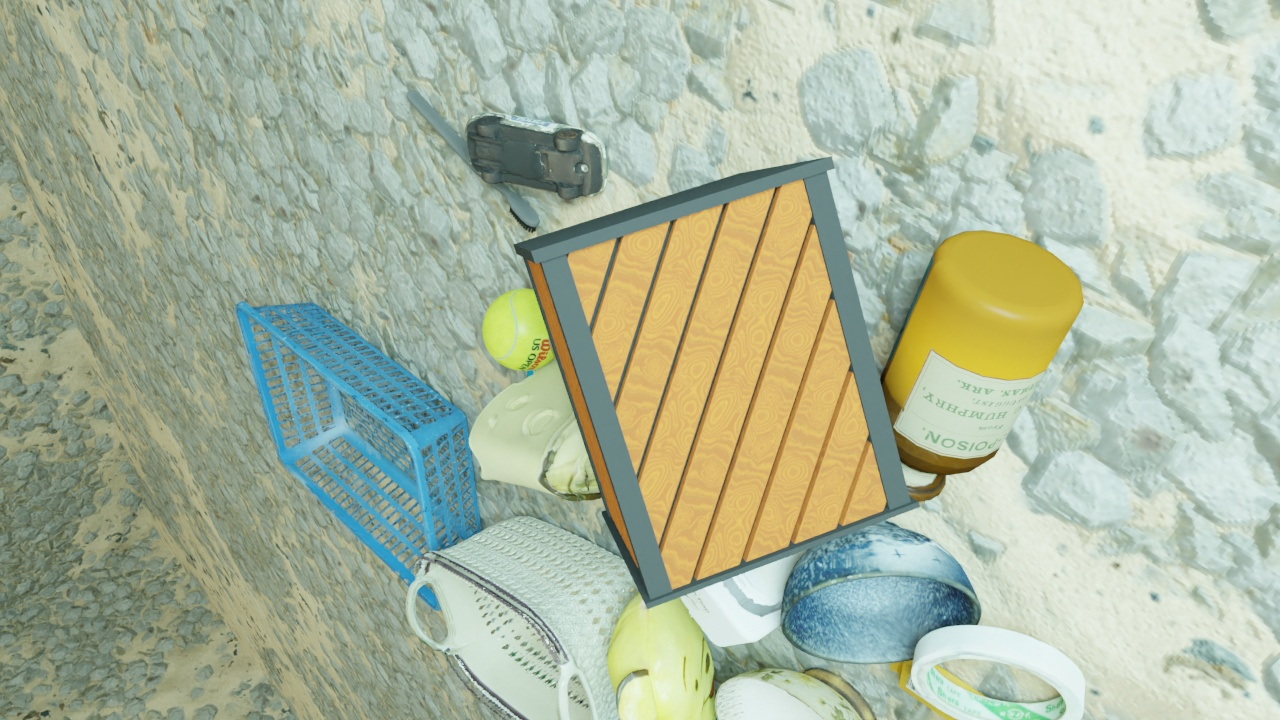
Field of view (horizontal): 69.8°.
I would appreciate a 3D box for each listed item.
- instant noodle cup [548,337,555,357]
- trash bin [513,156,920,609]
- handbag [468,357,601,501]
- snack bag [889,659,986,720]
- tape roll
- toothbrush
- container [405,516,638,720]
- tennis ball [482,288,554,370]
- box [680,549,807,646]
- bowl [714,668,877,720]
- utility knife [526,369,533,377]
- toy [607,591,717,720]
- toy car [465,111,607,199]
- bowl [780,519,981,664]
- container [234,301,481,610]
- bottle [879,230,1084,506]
[{"bbox_3d":[-0.004,0.004,0.629,0.112,0.100,0.100,40,141,38],"label":"instant noodle cup"},{"bbox_3d":[0.031,0.002,0.482,0.140,0.139,0.172,-142,34,-76],"label":"trash bin"},{"bbox_3d":[-0.057,0.058,0.706,0.119,0.111,0.081,10,122,46],"label":"handbag"},{"bbox_3d":[0.204,0.219,0.587,0.099,0.020,0.026,29,140,34],"label":"snack bag"},{"bbox_3d":[0.206,0.187,0.532,0.094,0.018,0.094,16,141,13],"label":"tape roll"},{"bbox_3d":[-0.134,-0.160,0.726,0.167,0.012,0.013,47,151,16],"label":"toothbrush"},{"bbox_3d":[-0.097,0.253,0.869,0.252,0.142,0.185,13,123,46],"label":"container"},{"bbox_3d":[-0.093,-0.024,0.729,0.065,0.065,0.065,30,135,34],"label":"tennis ball"},{"bbox_3d":[0.075,0.118,0.599,0.107,0.102,0.095,57,155,3],"label":"box"},{"bbox_3d":[0.129,0.277,0.682,0.145,0.063,0.145,29,135,34],"label":"bowl"},{"bbox_3d":[-0.093,0.049,0.826,0.031,0.015,0.175,39,141,33],"label":"utility knife"},{"bbox_3d":[0.025,0.283,0.750,0.084,0.148,0.214,-13,114,8],"label":"toy"},{"bbox_3d":[-0.071,-0.146,0.643,0.113,0.040,0.049,16,129,21],"label":"toy car"},{"bbox_3d":[0.141,0.132,0.555,0.114,0.060,0.115,2,138,2],"label":"bowl"},{"bbox_3d":[-0.316,0.089,1.056,0.362,0.089,0.258,30,135,34],"label":"container"},{"bbox_3d":[0.155,0.016,0.460,0.068,0.067,0.157,38,139,27],"label":"bottle"}]
